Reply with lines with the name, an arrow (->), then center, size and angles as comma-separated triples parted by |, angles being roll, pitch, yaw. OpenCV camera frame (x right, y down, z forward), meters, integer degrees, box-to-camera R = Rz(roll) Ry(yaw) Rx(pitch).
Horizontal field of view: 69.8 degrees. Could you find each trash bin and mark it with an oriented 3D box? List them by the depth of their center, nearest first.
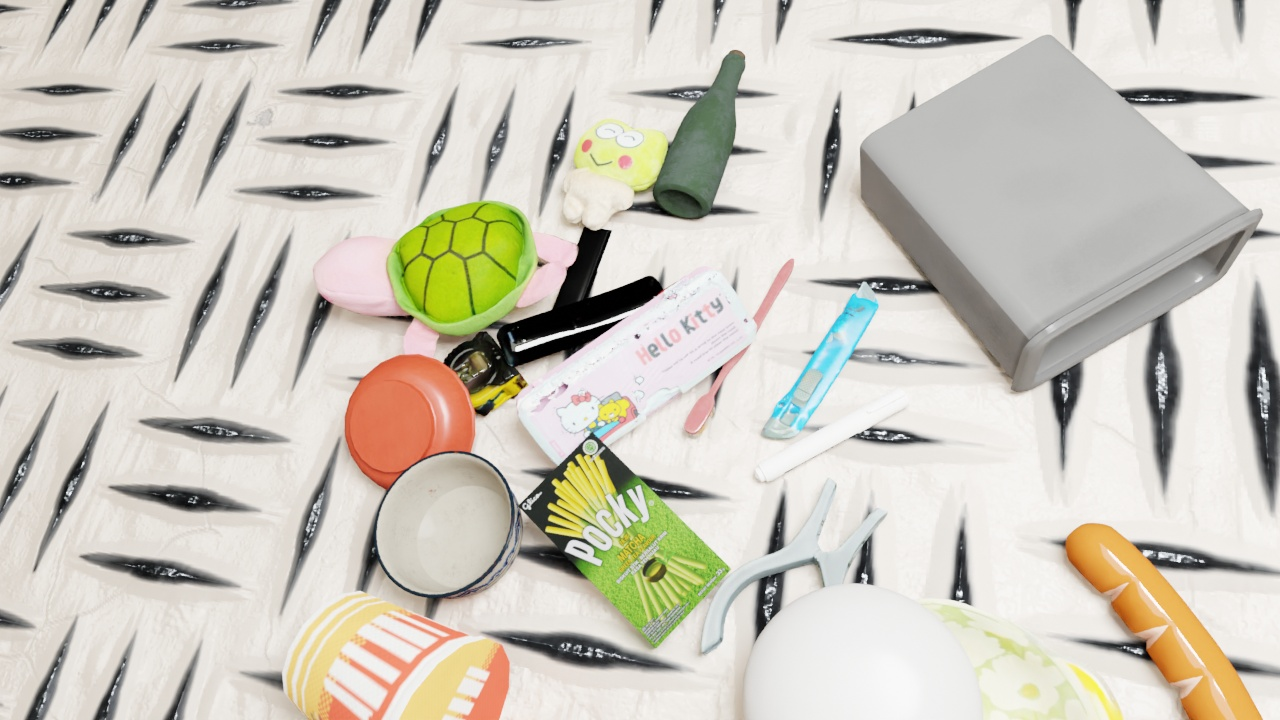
trash bin -> 0.310, -0.119, 0.716 | 0.192, 0.098, 0.219 | -30, 61, -1

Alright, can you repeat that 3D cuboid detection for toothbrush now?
toothbrush -> 0.087, -0.014, 0.771 | 0.015, 0.016, 0.184 | 25, 71, 23

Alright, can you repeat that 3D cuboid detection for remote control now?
remote control -> -0.050, -0.037, 0.797 | 0.151, 0.020, 0.041 | -20, 60, -12
remote control -> -0.058, -0.070, 0.832 | 0.028, 0.012, 0.124 | 12, 69, 19

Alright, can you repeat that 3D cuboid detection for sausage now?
sausage -> 0.343, 0.178, 0.602 | 0.044, 0.039, 0.164 | -29, 62, 0

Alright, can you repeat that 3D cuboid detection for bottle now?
bottle -> 0.064, -0.215, 0.846 | 0.055, 0.055, 0.173 | 13, 68, 19

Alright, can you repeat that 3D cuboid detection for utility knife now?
utility knife -> 0.150, 0.001, 0.747 | 0.031, 0.015, 0.158 | 29, 74, 19

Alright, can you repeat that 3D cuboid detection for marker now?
marker -> 0.148, 0.059, 0.716 | 0.133, 0.020, 0.017 | -29, 64, 0

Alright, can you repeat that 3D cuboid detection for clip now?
clip -> 0.094, 0.156, 0.681 | 0.143, 0.029, 0.171 | 20, 71, 20

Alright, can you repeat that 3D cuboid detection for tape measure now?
tape measure -> -0.143, 0.013, 0.801 | 0.062, 0.038, 0.067 | -37, 64, -4

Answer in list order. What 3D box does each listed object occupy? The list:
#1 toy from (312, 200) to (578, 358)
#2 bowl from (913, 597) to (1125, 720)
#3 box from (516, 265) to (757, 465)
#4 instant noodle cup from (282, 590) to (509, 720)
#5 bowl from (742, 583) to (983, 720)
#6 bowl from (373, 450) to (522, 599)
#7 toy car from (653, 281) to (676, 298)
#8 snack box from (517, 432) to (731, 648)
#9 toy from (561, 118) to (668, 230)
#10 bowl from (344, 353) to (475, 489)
toy -> -0.175, -0.083, 0.825 | 0.238, 0.088, 0.189 | -1, 59, 14
bowl -> 0.193, 0.255, 0.593 | 0.219, 0.060, 0.188 | -16, 62, 5
box -> -0.004, 0.005, 0.740 | 0.202, 0.086, 0.044 | -35, 28, 0
instant noodle cup -> -0.182, 0.236, 0.668 | 0.121, 0.123, 0.123 | 19, 71, 29
bowl -> 0.136, 0.210, 0.569 | 0.150, 0.043, 0.149 | -6, 64, 11
bowl -> -0.146, 0.136, 0.732 | 0.116, 0.059, 0.115 | -6, 65, 12
toy car -> 0.032, -0.043, 0.781 | 0.091, 0.042, 0.036 | -35, 55, -5
snack box -> -0.012, 0.135, 0.699 | 0.147, 0.025, 0.080 | 43, 81, 12
toy -> -0.029, -0.173, 0.854 | 0.092, 0.046, 0.115 | 24, 76, 24
bowl -> -0.201, 0.055, 0.773 | 0.122, 0.035, 0.122 | 0, 89, 16
